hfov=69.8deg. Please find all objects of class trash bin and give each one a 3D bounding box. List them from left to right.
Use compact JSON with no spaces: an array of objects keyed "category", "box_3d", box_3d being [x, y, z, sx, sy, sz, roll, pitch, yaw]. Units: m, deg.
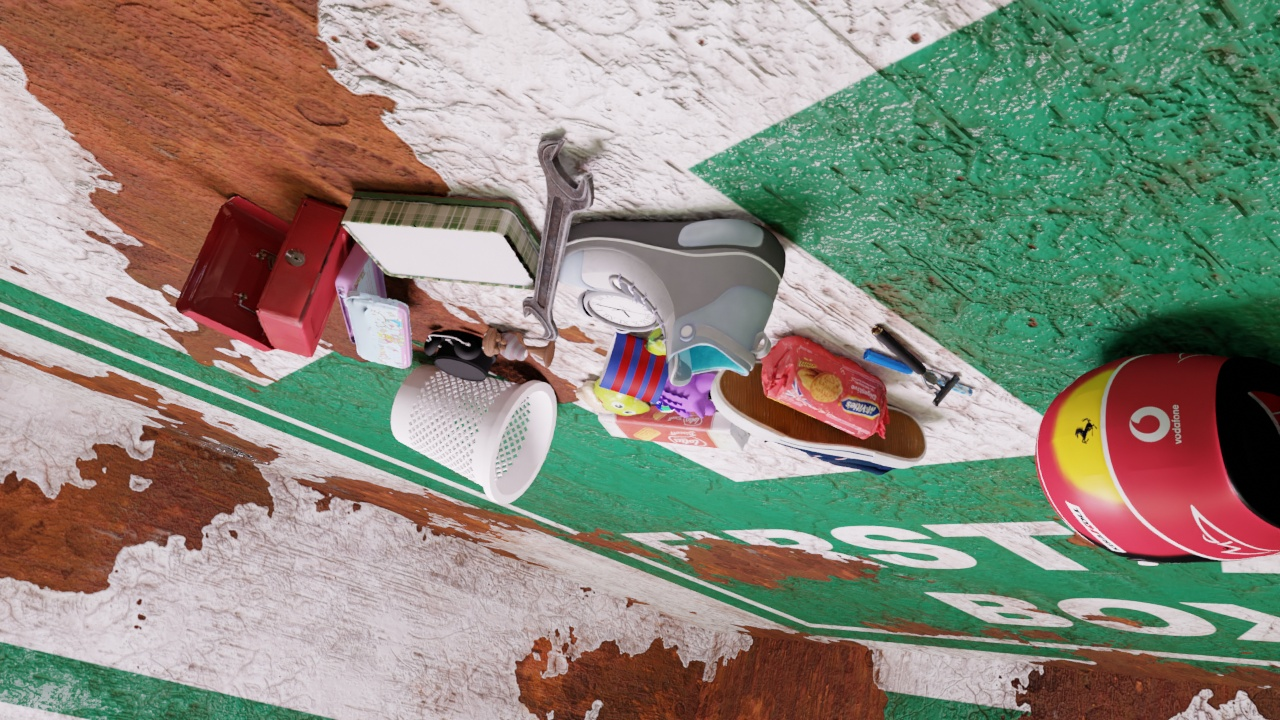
[{"category":"trash bin","box_3d":[-0.266,0.097,1.431,0.200,0.195,0.195,18,160,19]}]

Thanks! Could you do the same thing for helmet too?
[{"category":"helmet","box_3d":[0.516,0.099,0.890,0.270,0.197,0.225,15,160,-22]}]

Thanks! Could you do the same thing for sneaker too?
[{"category":"sneaker","box_3d":[0.010,-0.053,0.897,0.257,0.160,0.093,1,155,27]},{"category":"sneaker","box_3d":[0.210,0.085,1.178,0.294,0.120,0.128,19,146,-17]}]

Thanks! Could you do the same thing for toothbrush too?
[{"category":"toothbrush","box_3d":[0.093,0.060,1.309,0.187,0.015,0.016,-9,144,44]}]

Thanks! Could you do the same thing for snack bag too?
[{"category":"snack bag","box_3d":[0.048,0.100,1.403,0.225,0.041,0.077,6,154,26]},{"category":"snack bag","box_3d":[0.220,0.030,1.078,0.176,0.082,0.082,23,157,-20]}]

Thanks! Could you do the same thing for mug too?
[{"category":"mug","box_3d":[-0.007,0.007,1.185,0.076,0.075,0.112,17,-176,-6]}]

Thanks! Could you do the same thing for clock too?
[{"category":"clock","box_3d":[-0.261,-0.010,1.329,0.091,0.042,0.121,6,157,21]},{"category":"clock","box_3d":[-0.023,-0.065,1.053,0.094,0.035,0.123,25,155,-23]}]

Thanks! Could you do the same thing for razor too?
[{"category":"razor","box_3d":[0.301,0.000,1.022,0.144,0.043,0.022,35,-174,-30]}]

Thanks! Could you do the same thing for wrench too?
[{"category":"wrench","box_3d":[-0.088,-0.108,0.909,0.070,0.010,0.274,41,147,15]}]

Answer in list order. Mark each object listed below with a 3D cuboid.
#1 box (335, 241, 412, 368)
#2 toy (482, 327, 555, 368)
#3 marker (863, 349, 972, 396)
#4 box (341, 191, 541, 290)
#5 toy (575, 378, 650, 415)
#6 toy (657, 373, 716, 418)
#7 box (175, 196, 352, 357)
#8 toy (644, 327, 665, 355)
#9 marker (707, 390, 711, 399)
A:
[{"category":"box","box_3d":[-0.325,-0.063,1.170,0.093,0.089,0.215,23,157,-3]},{"category":"toy","box_3d":[-0.173,-0.020,1.254,0.102,0.041,0.054,13,-178,27]},{"category":"marker","box_3d":[0.321,0.015,1.057,0.142,0.013,0.013,19,158,-12]},{"category":"box","box_3d":[-0.211,-0.132,0.999,0.206,0.049,0.118,5,153,21]},{"category":"toy","box_3d":[-0.046,0.053,1.344,0.118,0.043,0.092,-1,154,38]},{"category":"toy","box_3d":[0.059,0.044,1.234,0.088,0.055,0.106,21,138,13]},{"category":"box","box_3d":[-0.407,-0.100,1.061,0.166,0.157,0.151,-8,152,40]},{"category":"toy","box_3d":[0.053,-0.029,1.050,0.093,0.036,0.094,-15,177,-38]},{"category":"marker","box_3d":[0.071,0.046,1.287,0.141,0.016,0.016,2,155,30]}]
